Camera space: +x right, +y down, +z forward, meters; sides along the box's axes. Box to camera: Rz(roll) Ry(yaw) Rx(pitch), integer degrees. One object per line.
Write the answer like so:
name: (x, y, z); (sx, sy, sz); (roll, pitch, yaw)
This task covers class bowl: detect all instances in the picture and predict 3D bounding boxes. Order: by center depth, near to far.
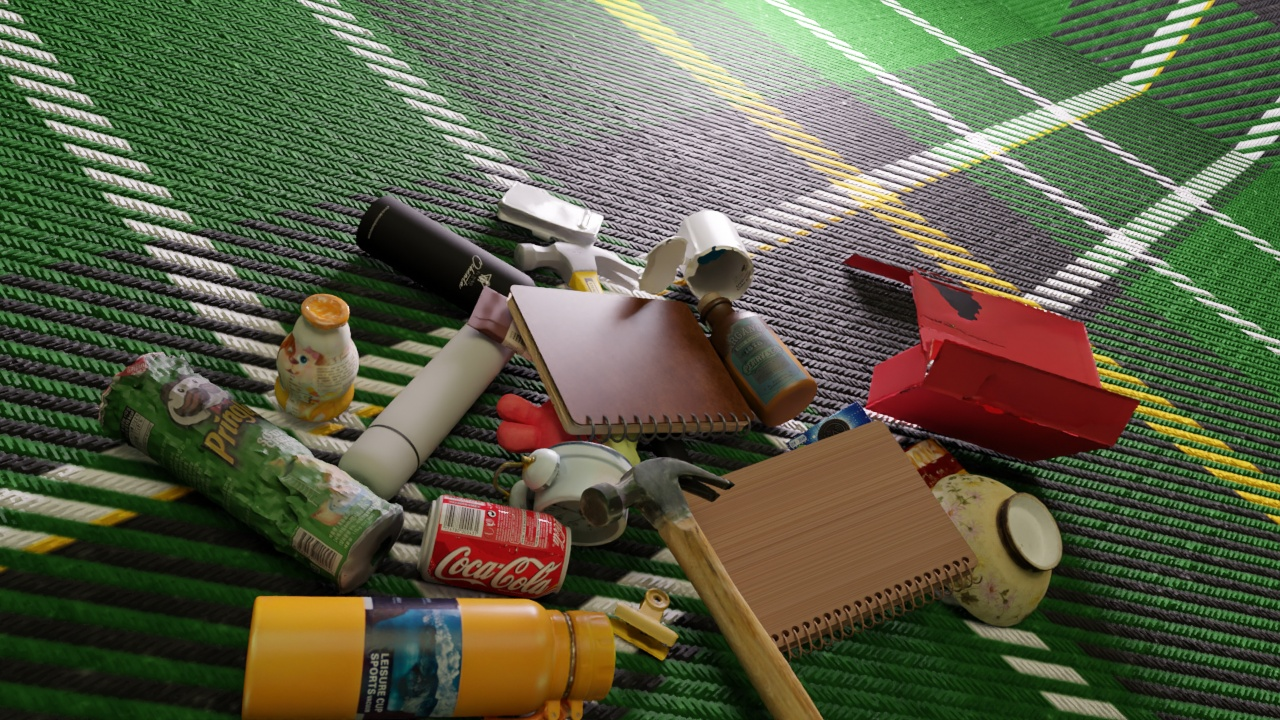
bowl: (0.337, 0.165, 0.843); (0.145, 0.063, 0.145); (16, 58, -27)

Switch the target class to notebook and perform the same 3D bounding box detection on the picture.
notebook: (0.157, 0.151, 0.782); (0.210, 0.022, 0.169); (-18, 54, -13)
notebook: (-0.005, 0.005, 0.857); (0.225, 0.024, 0.167); (2, 49, -42)

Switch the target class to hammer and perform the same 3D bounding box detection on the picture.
hammer: (0.088, 0.216, 0.677); (0.132, 0.033, 0.330); (-15, 67, -48)
hammer: (-0.019, -0.006, 0.917); (0.126, 0.029, 0.323); (-5, 49, -30)

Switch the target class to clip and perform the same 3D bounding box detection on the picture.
clip: (0.007, 0.198, 0.710); (0.054, 0.044, 0.049); (28, 66, 6)

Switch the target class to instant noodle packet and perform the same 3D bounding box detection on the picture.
instant noodle packet: (0.279, 0.132, 0.903); (0.135, 0.040, 0.098); (-18, 55, -40)

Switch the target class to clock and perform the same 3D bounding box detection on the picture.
clock: (-0.060, 0.104, 0.737); (0.117, 0.083, 0.057); (16, 48, -11)

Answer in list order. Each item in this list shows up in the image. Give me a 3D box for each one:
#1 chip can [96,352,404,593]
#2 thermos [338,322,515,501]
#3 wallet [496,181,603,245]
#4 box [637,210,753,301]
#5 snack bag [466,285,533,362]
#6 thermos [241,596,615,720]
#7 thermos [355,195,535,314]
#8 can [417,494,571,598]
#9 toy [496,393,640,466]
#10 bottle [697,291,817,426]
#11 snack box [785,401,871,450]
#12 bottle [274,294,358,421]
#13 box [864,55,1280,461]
chip can: (-0.278, 0.080, 0.663); (0.223, 0.076, 0.075); (31, 41, 8)
thermos: (-0.174, 0.034, 0.777); (0.052, 0.052, 0.223); (28, 41, 4)
wallet: (-0.101, -0.162, 1.042); (0.116, 0.032, 0.086); (21, 30, 0)
box: (0.053, -0.115, 1.007); (0.143, 0.083, 0.137); (17, 28, -22)
snack bag: (-0.082, -0.011, 0.841); (0.158, 0.013, 0.056); (30, 43, -17)
thermos: (-0.136, 0.203, 0.608); (0.232, 0.091, 0.076); (6, 13, -20)
thermos: (-0.165, -0.080, 0.897); (0.231, 0.061, 0.061); (30, 41, 7)
can: (-0.109, 0.140, 0.686); (0.104, 0.064, 0.064); (13, 42, -13)
toy: (-0.063, 0.065, 0.803); (0.135, 0.045, 0.091); (17, 39, -17)
bottle: (0.111, -0.009, 0.950); (0.067, 0.068, 0.157); (-12, 52, -35)
snack box: (0.208, 0.117, 0.856); (0.082, 0.027, 0.150); (-32, 55, 5)
bottle: (-0.257, -0.002, 0.733); (0.063, 0.109, 0.063); (14, 42, -13)
box: (0.412, -0.061, 0.815); (0.215, 0.512, 0.140); (17, 57, -7)
